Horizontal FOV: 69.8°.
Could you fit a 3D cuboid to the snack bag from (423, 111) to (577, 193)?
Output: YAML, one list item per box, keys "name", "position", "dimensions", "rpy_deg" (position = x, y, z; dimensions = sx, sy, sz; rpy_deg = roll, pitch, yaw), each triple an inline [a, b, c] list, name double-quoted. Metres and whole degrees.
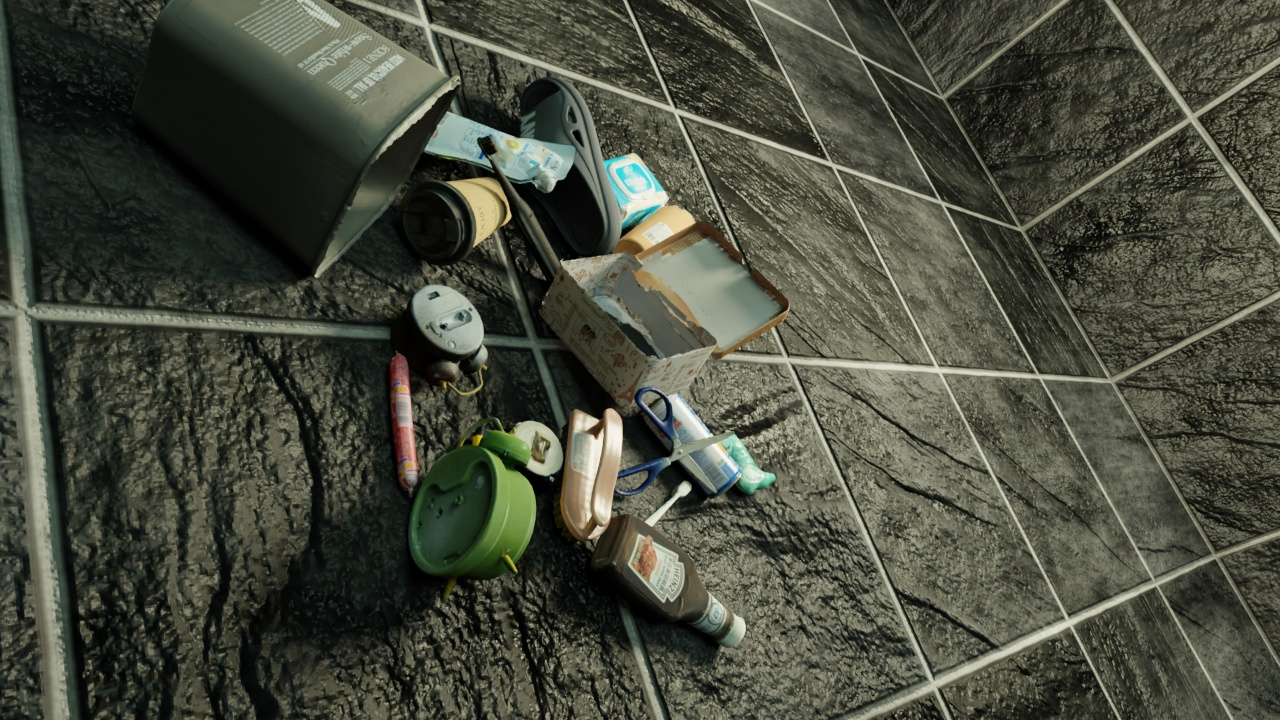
- name: "snack bag"
  position: [-0.177, -0.253, 1.096]
  dimensions: [0.191, 0.039, 0.110]
  rpy_deg: [17, 32, -3]

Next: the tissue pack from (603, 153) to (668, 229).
- name: "tissue pack"
  position: [-0.026, -0.238, 1.285]
  dimensions: [0.090, 0.063, 0.139]
  rpy_deg: [54, 37, 3]

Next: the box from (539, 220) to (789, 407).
- name: "box"
  position: [0.033, -0.063, 1.113]
  dimensions: [0.271, 0.107, 0.178]
  rpy_deg: [-25, 62, -35]

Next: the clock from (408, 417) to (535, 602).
- name: "clock"
  position: [-0.147, 0.123, 0.816]
  dimensions: [0.056, 0.116, 0.161]
  rpy_deg: [32, 43, -42]

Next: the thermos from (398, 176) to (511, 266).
- name: "thermos"
  position: [-0.200, -0.163, 1.023]
  dimensions: [0.093, 0.093, 0.143]
  rpy_deg: [51, 29, -2]

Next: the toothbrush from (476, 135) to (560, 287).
- name: "toothbrush"
  position: [-0.135, -0.167, 1.056]
  dimensions: [0.026, 0.027, 0.213]
  rpy_deg: [-76, 150, -43]

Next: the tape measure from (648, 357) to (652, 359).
- name: "tape measure"
  position: [-0.007, 0.007, 1.132]
  dimensions: [0.057, 0.029, 0.059]
  rpy_deg: [49, 35, -4]

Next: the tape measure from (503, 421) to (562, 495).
- name: "tape measure"
  position: [-0.113, 0.096, 0.941]
  dimensions: [0.065, 0.034, 0.065]
  rpy_deg: [33, 41, -26]

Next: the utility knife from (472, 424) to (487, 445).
- name: "utility knife"
  position: [-0.151, 0.131, 0.881]
  dimensions: [0.033, 0.015, 0.154]
  rpy_deg: [56, 21, -54]

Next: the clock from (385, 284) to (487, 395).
- name: "clock"
  position: [-0.199, -0.019, 0.926]
  dimensions: [0.122, 0.055, 0.081]
  rpy_deg: [55, 36, 3]

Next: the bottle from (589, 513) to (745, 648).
- name: "bottle"
  position: [0.035, 0.240, 0.963]
  dimensions: [0.195, 0.044, 0.079]
  rpy_deg: [41, 48, -23]

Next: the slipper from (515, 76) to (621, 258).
- name: "slipper"
  position: [-0.107, -0.253, 1.178]
  dimensions: [0.083, 0.111, 0.268]
  rpy_deg: [-5, 68, -45]

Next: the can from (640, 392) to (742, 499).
- name: "can"
  position: [0.061, 0.100, 1.106]
  dimensions: [0.134, 0.053, 0.053]
  rpy_deg: [50, 37, -3]

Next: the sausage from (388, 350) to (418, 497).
- name: "sausage"
  position: [-0.225, 0.057, 0.866]
  dimensions: [0.020, 0.020, 0.155]
  rpy_deg: [14, 50, -40]

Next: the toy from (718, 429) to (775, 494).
- name: "toy"
  position: [0.120, 0.131, 1.167]
  dimensions: [0.096, 0.030, 0.092]
  rpy_deg: [-17, 68, -44]

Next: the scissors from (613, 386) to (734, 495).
- name: "scissors"
  position: [0.033, 0.102, 1.036]
  dimensions: [0.162, 0.012, 0.176]
  rpy_deg: [-38, 117, -19]

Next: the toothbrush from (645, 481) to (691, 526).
- name: "toothbrush"
  position: [0.008, 0.181, 1.018]
  dimensions: [0.016, 0.016, 0.179]
  rpy_deg: [55, 39, -1]

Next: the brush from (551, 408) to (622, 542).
- name: "brush"
  position: [-0.052, 0.120, 0.954]
  dimensions: [0.063, 0.073, 0.145]
  rpy_deg: [31, 43, -28]

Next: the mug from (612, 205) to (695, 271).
- name: "mug"
  position: [0.018, -0.159, 1.262]
  dimensions: [0.078, 0.078, 0.122]
  rpy_deg: [52, 41, 0]

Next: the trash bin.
- name: "trash bin"
  position: [-0.325, -0.238, 0.870]
  dimensions: [0.219, 0.199, 0.198]
  rpy_deg: [37, 39, -11]
